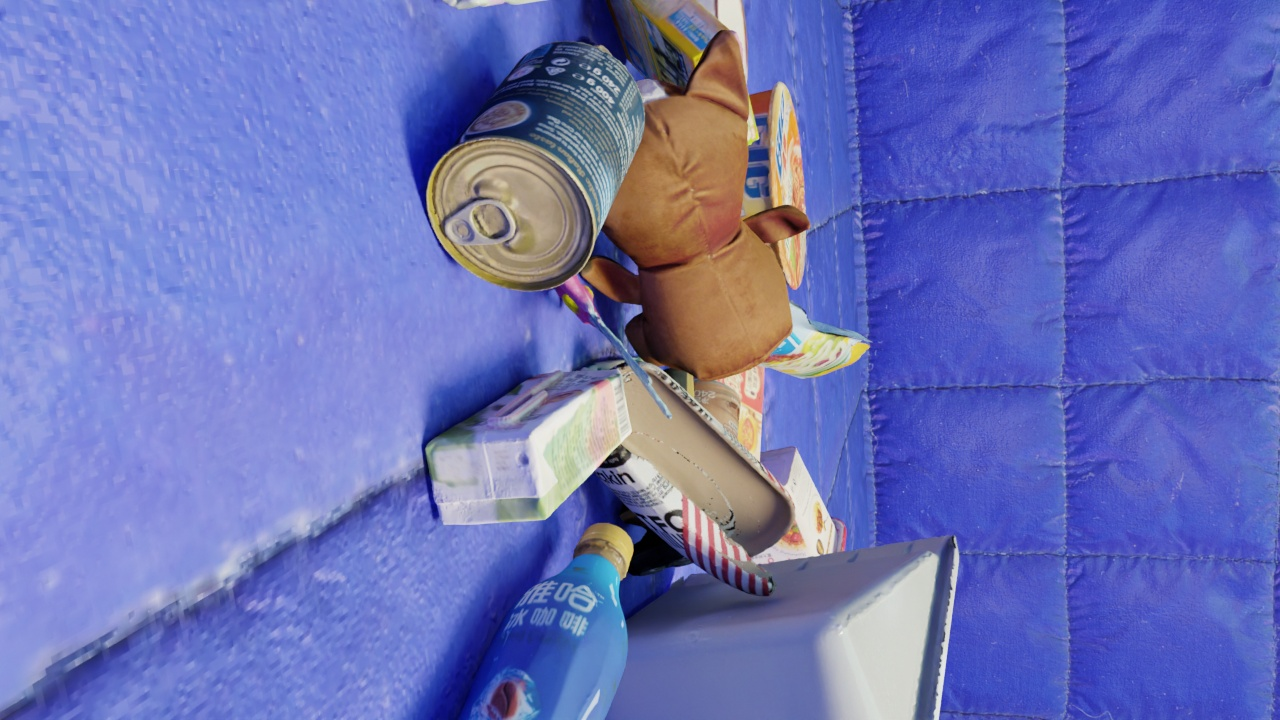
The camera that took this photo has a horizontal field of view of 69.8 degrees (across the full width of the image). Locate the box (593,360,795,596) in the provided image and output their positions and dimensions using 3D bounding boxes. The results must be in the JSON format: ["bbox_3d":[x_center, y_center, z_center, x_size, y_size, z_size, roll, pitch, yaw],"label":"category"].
[{"bbox_3d":[0.031,0.068,0.558,0.163,0.076,0.087,41,67,-17],"label":"box"}]

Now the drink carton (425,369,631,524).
[{"bbox_3d":[-0.048,0.036,0.438,0.122,0.054,0.045,-35,118,-69],"label":"drink carton"}]

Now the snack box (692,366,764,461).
[{"bbox_3d":[0.077,0.014,0.818,0.075,0.026,0.152,28,56,-33],"label":"snack box"}]

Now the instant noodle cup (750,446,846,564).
[{"bbox_3d":[0.132,0.161,0.905,0.124,0.116,0.116,67,24,-19],"label":"instant noodle cup"}]

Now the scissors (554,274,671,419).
[{"bbox_3d":[-0.026,-0.027,0.472,0.113,0.017,0.134,59,-6,-38],"label":"scissors"}]

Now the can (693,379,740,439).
[{"bbox_3d":[0.045,0.076,0.711,0.058,0.059,0.116,60,32,-55],"label":"can"}]

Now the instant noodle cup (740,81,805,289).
[{"bbox_3d":[0.059,-0.125,0.691,0.151,0.111,0.151,-2,89,-72],"label":"instant noodle cup"}]

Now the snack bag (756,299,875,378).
[{"bbox_3d":[0.103,-0.020,0.744,0.190,0.111,0.038,14,73,-48],"label":"snack bag"}]

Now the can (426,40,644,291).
[{"bbox_3d":[-0.044,-0.095,0.430,0.110,0.075,0.075,-72,153,-48],"label":"can"}]

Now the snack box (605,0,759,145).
[{"bbox_3d":[0.022,-0.203,0.599,0.140,0.033,0.087,58,-2,36],"label":"snack box"}]

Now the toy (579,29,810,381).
[{"bbox_3d":[0.026,-0.087,0.557,0.130,0.140,0.200,52,-8,48],"label":"toy"}]

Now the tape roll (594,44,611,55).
[{"bbox_3d":[-0.026,-0.158,0.592,0.085,0.014,0.086,-1,90,-72],"label":"tape roll"}]

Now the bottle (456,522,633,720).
[{"bbox_3d":[-0.045,0.153,0.416,0.218,0.065,0.065,-61,144,-57],"label":"bottle"}]

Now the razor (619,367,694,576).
[{"bbox_3d":[0.021,0.075,0.654,0.067,0.062,0.167,32,45,-30],"label":"razor"}]

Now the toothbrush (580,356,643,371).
[{"bbox_3d":[-0.004,0.004,0.636,0.191,0.018,0.016,-16,103,-72],"label":"toothbrush"}]

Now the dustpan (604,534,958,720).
[{"bbox_3d":[0.081,0.215,0.569,0.257,0.223,0.142,0,76,-61],"label":"dustpan"}]

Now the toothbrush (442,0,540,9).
[{"bbox_3d":[-0.059,-0.199,0.487,0.020,0.029,0.189,-54,-179,27],"label":"toothbrush"}]

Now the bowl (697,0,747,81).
[{"bbox_3d":[0.048,-0.266,0.755,0.113,0.062,0.113,-1,90,-70],"label":"bowl"}]
